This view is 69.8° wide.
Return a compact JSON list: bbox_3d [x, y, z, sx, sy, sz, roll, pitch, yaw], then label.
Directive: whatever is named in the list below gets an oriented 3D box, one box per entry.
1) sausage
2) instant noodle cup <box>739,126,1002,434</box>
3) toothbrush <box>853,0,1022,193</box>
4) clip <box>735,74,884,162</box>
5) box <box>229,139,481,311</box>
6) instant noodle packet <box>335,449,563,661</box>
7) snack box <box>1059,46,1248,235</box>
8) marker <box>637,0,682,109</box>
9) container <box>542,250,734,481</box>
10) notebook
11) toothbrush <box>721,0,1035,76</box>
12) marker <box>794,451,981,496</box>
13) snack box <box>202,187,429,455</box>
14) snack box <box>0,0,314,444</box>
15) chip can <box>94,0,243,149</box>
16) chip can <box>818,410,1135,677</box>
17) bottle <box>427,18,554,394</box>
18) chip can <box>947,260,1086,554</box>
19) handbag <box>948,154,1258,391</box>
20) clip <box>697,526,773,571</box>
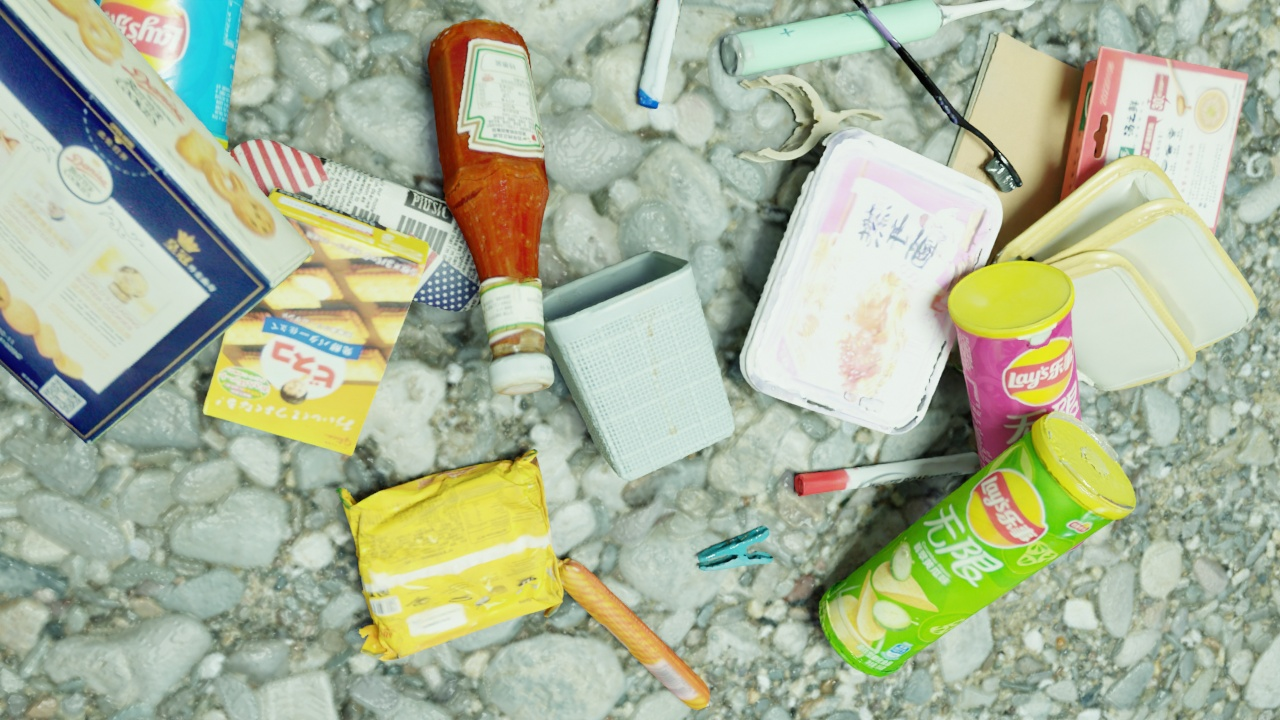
[{"bbox_3d":[-0.004,0.188,0.628,0.021,0.021,0.165,-43,107,-4],"label":"sausage"},{"bbox_3d":[0.141,-0.050,0.603,0.138,0.060,0.173,18,95,-17],"label":"instant noodle cup"},{"bbox_3d":[0.194,-0.172,0.601,0.189,0.014,0.017,38,104,-24],"label":"toothbrush"},{"bbox_3d":[0.106,-0.164,0.589,0.102,0.035,0.094,-26,106,-13],"label":"clip"},{"bbox_3d":[-0.162,-0.078,0.535,0.164,0.059,0.072,20,115,-16],"label":"box"},{"bbox_3d":[-0.119,0.120,0.575,0.128,0.044,0.111,-11,96,-16],"label":"instant noodle packet"},{"bbox_3d":[0.343,-0.147,0.635,0.127,0.044,0.113,4,101,-17],"label":"snack box"},{"bbox_3d":[0.020,-0.229,0.564,0.017,0.017,0.146,10,97,-16],"label":"marker"},{"bbox_3d":[-0.003,0.003,0.563,0.090,0.090,0.111,-23,107,-9],"label":"container"},{"bbox_3d":[0.315,-0.125,0.661,0.211,0.012,0.149,16,96,-16],"label":"notebook"},{"bbox_3d":[0.160,-0.218,0.597,0.224,0.027,0.026,-15,139,-11],"label":"toothbrush"},{"bbox_3d":[0.180,0.081,0.659,0.145,0.017,0.017,-5,101,-13],"label":"marker"},{"bbox_3d":[-0.183,-0.017,0.515,0.087,0.033,0.141,20,120,-18],"label":"snack box"},{"bbox_3d":[-0.285,-0.069,0.453,0.183,0.045,0.178,-30,108,26],"label":"snack box"},{"bbox_3d":[-0.237,-0.220,0.471,0.071,0.071,0.210,9,97,-16],"label":"chip can"},{"bbox_3d":[0.206,0.127,0.593,0.072,0.072,0.222,26,127,-17],"label":"chip can"},{"bbox_3d":[-0.078,-0.084,0.506,0.059,0.060,0.206,-6,78,-14],"label":"bottle"},{"bbox_3d":[0.257,0.038,0.610,0.071,0.071,0.211,-30,125,-8],"label":"chip can"},{"bbox_3d":[0.308,-0.030,0.630,0.179,0.063,0.163,-39,127,24],"label":"handbag"},{"bbox_3d":[0.066,0.134,0.641,0.056,0.015,0.049,-14,105,-13],"label":"clip"}]
